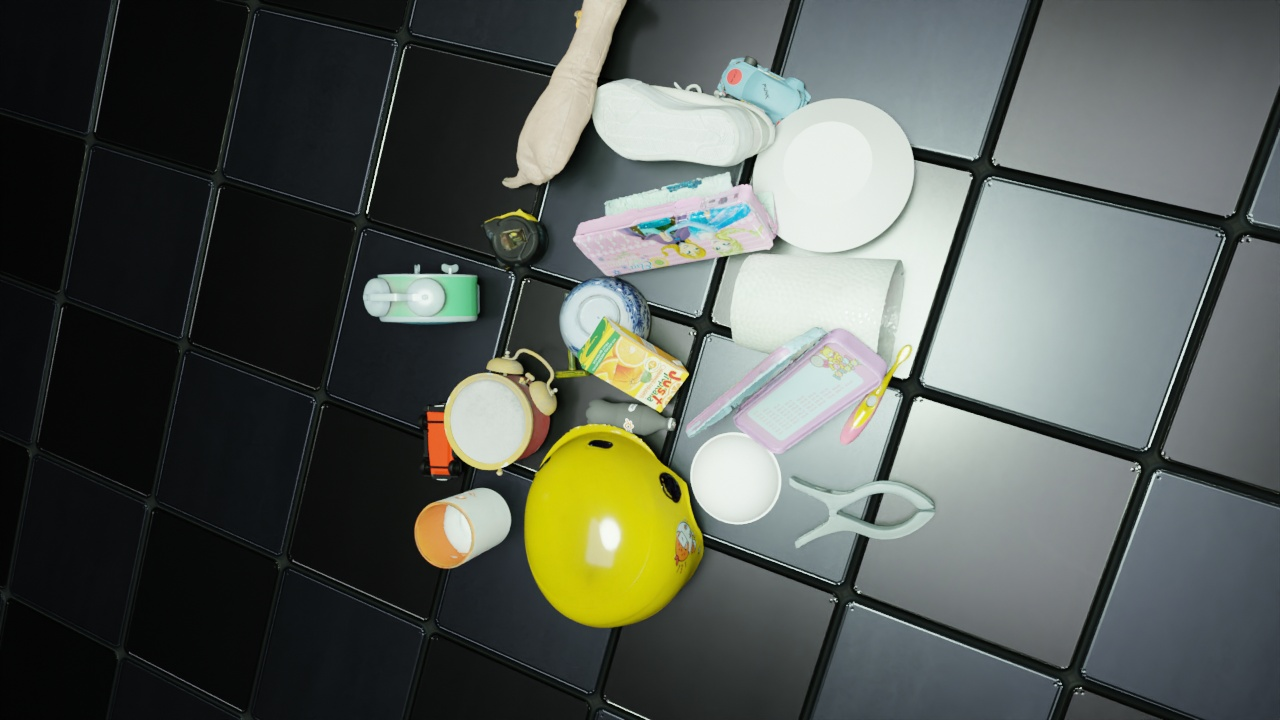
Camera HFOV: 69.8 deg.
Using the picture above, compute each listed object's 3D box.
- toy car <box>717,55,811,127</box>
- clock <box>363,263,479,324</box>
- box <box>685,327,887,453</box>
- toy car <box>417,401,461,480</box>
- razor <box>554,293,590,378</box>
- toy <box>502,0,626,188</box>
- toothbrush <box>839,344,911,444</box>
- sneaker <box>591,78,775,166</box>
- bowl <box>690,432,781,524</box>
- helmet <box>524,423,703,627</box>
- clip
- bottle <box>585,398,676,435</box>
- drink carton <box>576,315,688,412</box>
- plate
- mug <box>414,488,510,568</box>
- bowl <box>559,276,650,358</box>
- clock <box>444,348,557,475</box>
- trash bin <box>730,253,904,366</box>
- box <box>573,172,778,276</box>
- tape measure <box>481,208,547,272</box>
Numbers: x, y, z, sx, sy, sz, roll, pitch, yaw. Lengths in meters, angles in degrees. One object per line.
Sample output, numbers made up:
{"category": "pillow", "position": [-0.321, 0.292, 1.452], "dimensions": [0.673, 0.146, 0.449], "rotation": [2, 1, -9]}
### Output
{"category": "toy car", "position": [0.138, -0.309, 1.051], "dimensions": [0.108, 0.027, 0.060], "rotation": [32, 102, 15]}
{"category": "clock", "position": [-0.272, -0.082, 1.131], "dimensions": [0.122, 0.161, 0.075], "rotation": [1, 94, 19]}
{"category": "box", "position": [0.147, 0.033, 0.976], "dimensions": [0.215, 0.140, 0.062], "rotation": [133, 140, -53]}
{"category": "toy car", "position": [-0.255, 0.104, 1.194], "dimensions": [0.051, 0.048, 0.100], "rotation": [-1, 93, 18]}
{"category": "razor", "position": [-0.087, -0.032, 1.146], "dimensions": [0.042, 0.026, 0.106], "rotation": [-4, 87, 21]}
{"category": "toy", "position": [-0.091, -0.337, 1.103], "dimensions": [0.196, 0.065, 0.264], "rotation": [1, 74, 58]}
{"category": "toothbrush", "position": [0.265, 0.039, 1.035], "dimensions": [0.021, 0.016, 0.136], "rotation": [34, 105, 12]}
{"category": "sneaker", "position": [0.049, -0.273, 1.059], "dimensions": [0.242, 0.090, 0.090], "rotation": [23, 121, 39]}
{"category": "bowl", "position": [0.107, 0.142, 1.078], "dimensions": [0.110, 0.040, 0.110], "rotation": [1, 93, 19]}
{"category": "helmet", "position": [-0.049, 0.204, 1.068], "dimensions": [0.209, 0.139, 0.240], "rotation": [-22, 95, 18]}
{"category": "clip", "position": [0.247, 0.161, 1.041], "dimensions": [0.162, 0.027, 0.090], "rotation": [-14, 87, 18]}
{"category": "bottle", "position": [-0.011, 0.071, 1.117], "dimensions": [0.110, 0.036, 0.036], "rotation": [7, 95, 18]}
{"category": "drink carton", "position": [-0.006, 0.006, 1.079], "dimensions": [0.122, 0.041, 0.058], "rotation": [30, 103, -25]}
{"category": "plate", "position": [0.204, -0.206, 0.993], "dimensions": [0.174, 0.036, 0.174], "rotation": [-3, 82, 19]}
{"category": "mug", "position": [-0.222, 0.210, 1.159], "dimensions": [0.082, 0.105, 0.082], "rotation": [1, 93, 19]}
{"category": "bowl", "position": [-0.047, -0.050, 1.105], "dimensions": [0.114, 0.045, 0.114], "rotation": [-1, 84, 8]}
{"category": "clock", "position": [-0.164, 0.060, 1.145], "dimensions": [0.117, 0.081, 0.159], "rotation": [37, 102, 14]}
{"category": "trash bin", "position": [0.191, -0.054, 0.999], "dimensions": [0.161, 0.133, 0.133], "rotation": [11, 96, 23]}
{"category": "box", "position": [0.042, -0.165, 1.052], "dimensions": [0.231, 0.084, 0.090], "rotation": [-6, 56, 34]}
{"category": "tape measure", "position": [-0.155, -0.152, 1.152], "dimensions": [0.072, 0.042, 0.071], "rotation": [-22, 82, 16]}
